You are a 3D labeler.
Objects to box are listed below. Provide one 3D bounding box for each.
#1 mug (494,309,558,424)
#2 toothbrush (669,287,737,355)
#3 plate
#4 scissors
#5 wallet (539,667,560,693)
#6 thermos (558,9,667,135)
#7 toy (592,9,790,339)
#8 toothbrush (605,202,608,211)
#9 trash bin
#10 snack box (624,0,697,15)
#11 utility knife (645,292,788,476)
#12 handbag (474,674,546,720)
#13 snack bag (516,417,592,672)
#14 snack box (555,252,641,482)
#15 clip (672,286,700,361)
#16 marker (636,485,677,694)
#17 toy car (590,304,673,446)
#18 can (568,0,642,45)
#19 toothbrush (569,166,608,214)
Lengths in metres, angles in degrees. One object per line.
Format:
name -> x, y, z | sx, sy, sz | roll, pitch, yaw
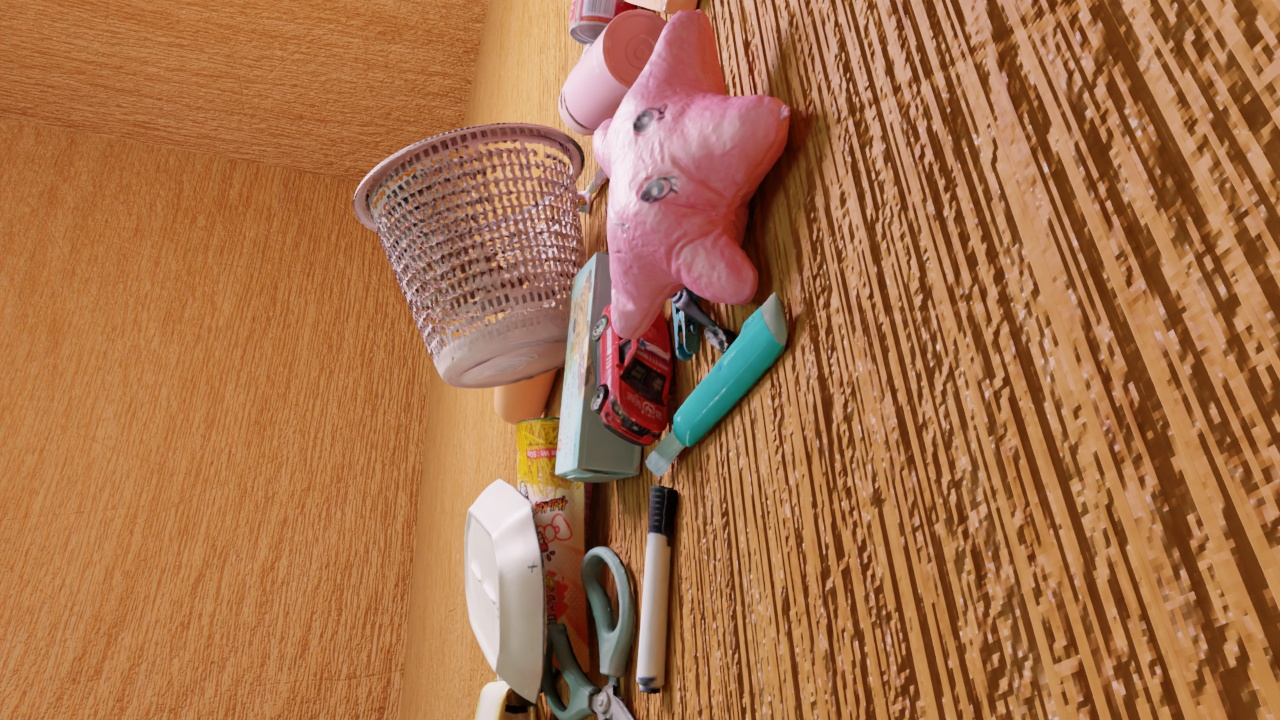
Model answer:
mug -> -0.130, 0.012, 1.032 | 0.123, 0.078, 0.078 | 107, 162, -44
toothbrush -> 0.022, -0.046, 0.599 | 0.014, 0.016, 0.189 | -62, 32, 16
plate -> -0.123, 0.191, 0.795 | 0.266, 0.034, 0.162 | -178, 87, -72
scissors -> -0.039, 0.234, 0.674 | 0.170, 0.019, 0.177 | -48, 40, 36
wallet -> -0.088, 0.247, 0.877 | 0.097, 0.019, 0.120 | 117, 153, -53
thermos -> -0.026, -0.256, 0.811 | 0.199, 0.067, 0.087 | -168, 80, -74
toy -> 0.028, -0.119, 0.547 | 0.179, 0.074, 0.194 | -21, 69, 51
toothbrush -> 0.006, -0.143, 0.747 | 0.188, 0.017, 0.016 | 169, 111, -70
trash bin -> -0.138, -0.085, 0.871 | 0.228, 0.227, 0.192 | 136, 119, -65
snack box -> 0.023, -0.330, 0.751 | 0.157, 0.026, 0.085 | -118, 40, -62
utility knife -> 0.040, 0.025, 0.547 | 0.029, 0.013, 0.210 | 62, 149, 18
handbag -> -0.122, 0.337, 0.873 | 0.164, 0.063, 0.178 | 132, 146, -64
snack bag -> -0.076, 0.155, 0.798 | 0.129, 0.073, 0.207 | -12, 75, 60
snack box -> -0.029, 0.008, 0.725 | 0.074, 0.051, 0.174 | 150, 126, -69
clip -> 0.030, -0.025, 0.608 | 0.048, 0.014, 0.056 | 125, 150, -53
marker -> 0.011, 0.145, 0.589 | 0.023, 0.018, 0.130 | -25, 58, 60
toy car -> -0.004, 0.004, 0.640 | 0.045, 0.053, 0.120 | -39, 36, 34
can -> -0.029, -0.350, 0.867 | 0.066, 0.066, 0.094 | -175, 93, -74
toothbrush -> -0.036, -0.184, 0.899 | 0.021, 0.029, 0.189 | -47, 7, -20
